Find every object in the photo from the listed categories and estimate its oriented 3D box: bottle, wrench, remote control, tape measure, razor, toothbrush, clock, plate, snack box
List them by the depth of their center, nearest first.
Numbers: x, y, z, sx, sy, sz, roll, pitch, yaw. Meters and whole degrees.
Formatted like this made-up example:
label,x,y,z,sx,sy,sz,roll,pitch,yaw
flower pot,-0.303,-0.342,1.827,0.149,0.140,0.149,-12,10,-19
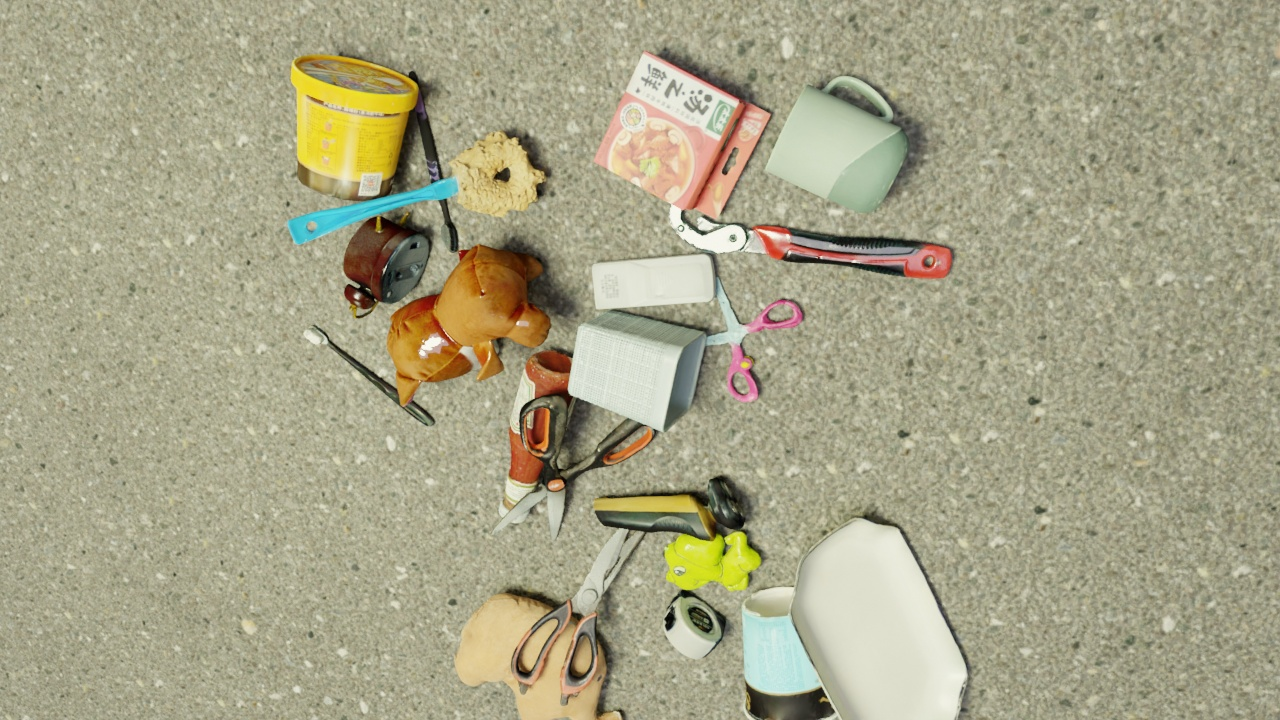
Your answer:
label,x,y,z,sx,sy,sz,roll,pitch,yaw
snack box,0.038,-0.209,0.863,0.127,0.044,0.113,29,108,9
wrench,0.159,-0.114,0.886,0.273,0.016,0.056,13,110,11
remote control,0.013,-0.080,0.928,0.125,0.024,0.049,-3,100,17
plate,0.240,0.289,0.947,0.161,0.034,0.266,-32,101,-21
toothbrush,-0.217,-0.204,0.953,0.014,0.016,0.189,-7,104,16
clock,-0.272,-0.096,0.965,0.055,0.081,0.122,29,110,9
razor,0.028,0.160,0.990,0.168,0.062,0.067,-3,76,20
bottle,-0.116,0.088,0.997,0.060,0.059,0.206,22,117,7
tape measure,0.058,0.294,1.011,0.066,0.065,0.034,36,113,1
toothbrush,-0.309,0.019,1.046,0.181,0.018,0.016,37,109,-1

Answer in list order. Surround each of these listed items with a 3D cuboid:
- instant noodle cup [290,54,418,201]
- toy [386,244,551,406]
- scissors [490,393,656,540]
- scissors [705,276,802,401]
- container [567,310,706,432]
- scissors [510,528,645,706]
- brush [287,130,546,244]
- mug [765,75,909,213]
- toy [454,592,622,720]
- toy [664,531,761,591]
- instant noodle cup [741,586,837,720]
label,x,y,z,sx,sy,sz,roll,pitch,yaw
instant noodle cup,-0.288,-0.229,0.913,0.118,0.118,0.115,20,118,7
toy,-0.185,-0.037,0.953,0.200,0.140,0.130,-29,139,22
scissors,-0.077,0.116,0.980,0.227,0.021,0.221,-20,134,-2
scissors,0.103,-0.023,0.930,0.135,0.017,0.133,-17,99,23
container,-0.005,0.005,0.922,0.111,0.089,0.090,17,110,16
scissors,-0.055,0.284,1.023,0.204,0.015,0.199,-18,93,-5
brush,-0.219,-0.161,0.906,0.254,0.046,0.083,-17,114,-5
mug,0.184,-0.199,0.825,0.106,0.082,0.111,26,80,6
toy,-0.104,0.361,1.071,0.226,0.082,0.144,34,109,-3
toy,0.076,0.217,1.002,0.100,0.031,0.097,27,112,0
instant noodle cup,0.155,0.311,0.977,0.111,0.111,0.120,-7,98,16
